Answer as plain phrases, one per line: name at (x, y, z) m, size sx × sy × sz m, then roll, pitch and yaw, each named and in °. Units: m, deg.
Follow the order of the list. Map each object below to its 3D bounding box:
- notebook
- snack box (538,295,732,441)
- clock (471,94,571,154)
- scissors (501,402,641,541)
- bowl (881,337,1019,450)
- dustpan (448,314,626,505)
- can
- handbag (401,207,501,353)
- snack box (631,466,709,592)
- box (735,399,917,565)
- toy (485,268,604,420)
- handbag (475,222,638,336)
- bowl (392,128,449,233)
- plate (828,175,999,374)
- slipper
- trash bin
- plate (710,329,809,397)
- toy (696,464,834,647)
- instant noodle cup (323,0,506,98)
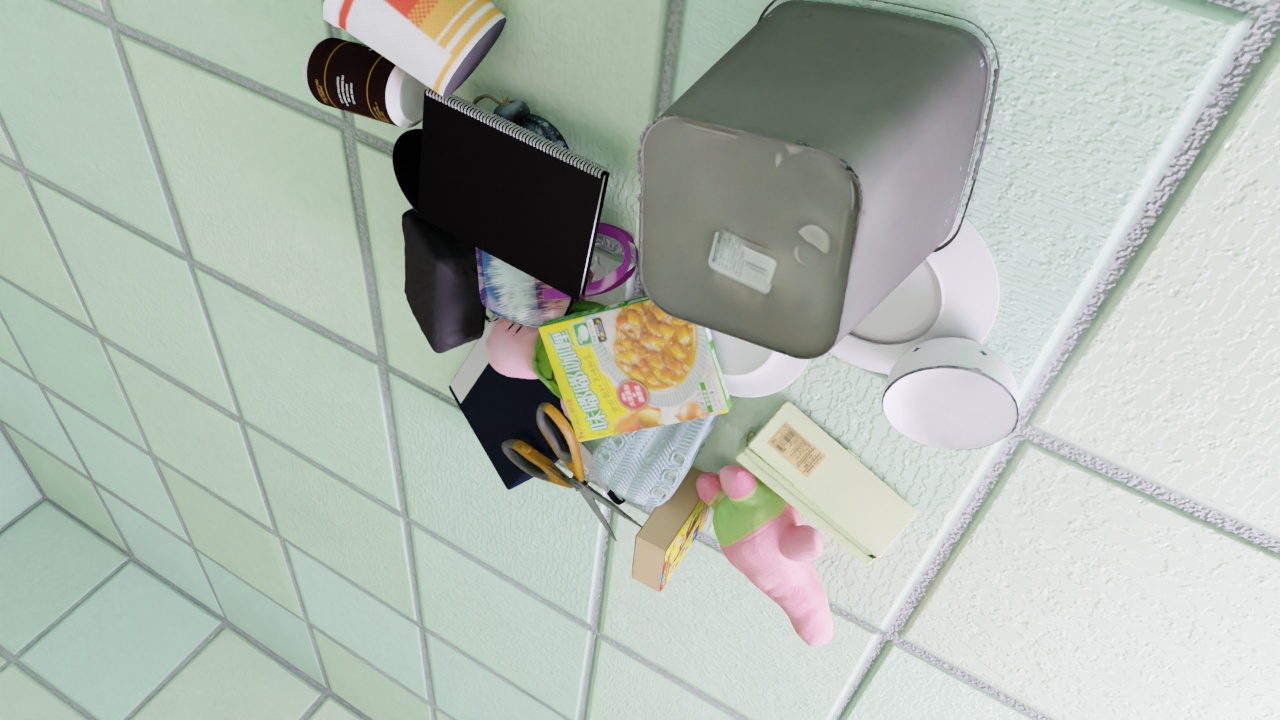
notebook at (-0.133, -0.165, 0.909) m, size 0.207 × 0.016 × 0.149 m, roll 28°, pitch 132°, yaw 15°
snack box at (-0.006, 0.005, 0.930) m, size 0.168 × 0.027 × 0.132 m, roll -13°, pitch 106°, yaw 19°
clock at (-0.124, -0.211, 0.924) m, size 0.090 × 0.052 × 0.129 m, roll -26°, pitch 104°, yaw 48°
scissors at (-0.087, 0.131, 1.111) m, size 0.225 × 0.016 × 0.225 m, roll 28°, pitch 143°, yaw 24°
bowl at (0.273, 0.022, 0.806) m, size 0.113 × 0.063 × 0.114 m, roll 13°, pitch 142°, yaw 10°
dustpan at (-0.120, 0.084, 1.202) m, size 0.273 × 0.080 × 0.237 m, roll 58°, pitch 142°, yaw 11°
can at (-0.283, -0.290, 0.957) m, size 0.129 × 0.071 × 0.072 m, roll 20°, pitch 136°, yaw 23°
handbag at (-0.219, -0.107, 1.086) m, size 0.125 × 0.114 × 0.154 m, roll 49°, pitch 149°, yaw 27°
snack box at (0.040, 0.203, 1.116) m, size 0.040 × 0.125 × 0.088 m, roll 24°, pitch 138°, yaw 18°
box at (0.194, 0.134, 0.998) m, size 0.188 × 0.091 × 0.083 m, roll 42°, pitch 175°, yaw -1°
toy at (-0.069, -0.004, 1.021) m, size 0.238 × 0.087 × 0.190 m, roll 20°, pitch 119°, yaw 29°
handbag at (-0.084, -0.103, 0.970) m, size 0.170 × 0.068 × 0.144 m, roll -4°, pitch 92°, yaw 25°
bowl at (-0.201, -0.202, 0.989) m, size 0.124 × 0.052 × 0.124 m, roll 21°, pitch 137°, yaw 22°
plate at (0.210, -0.067, 0.820) m, size 0.209 × 0.015 × 0.209 m, roll 21°, pitch 137°, yaw 21°
slipper at (0.032, 0.075, 1.050) m, size 0.104 × 0.074 × 0.246 m, roll 39°, pitch 125°, yaw 10°
trash bin at (0.120, -0.131, 0.660) m, size 0.197 × 0.219 × 0.198 m, roll 20°, pitch 131°, yaw 24°
plate at (0.083, -0.047, 0.903) m, size 0.189 × 0.016 × 0.189 m, roll 18°, pitch 123°, yaw 31°
toy at (0.154, 0.218, 1.046) m, size 0.236 × 0.096 × 0.192 m, roll 58°, pitch 163°, yaw 1°
instant noodle cup at (-0.199, -0.318, 0.838) m, size 0.121 × 0.123 × 0.124 m, roll 39°, pitch 141°, yaw -11°
